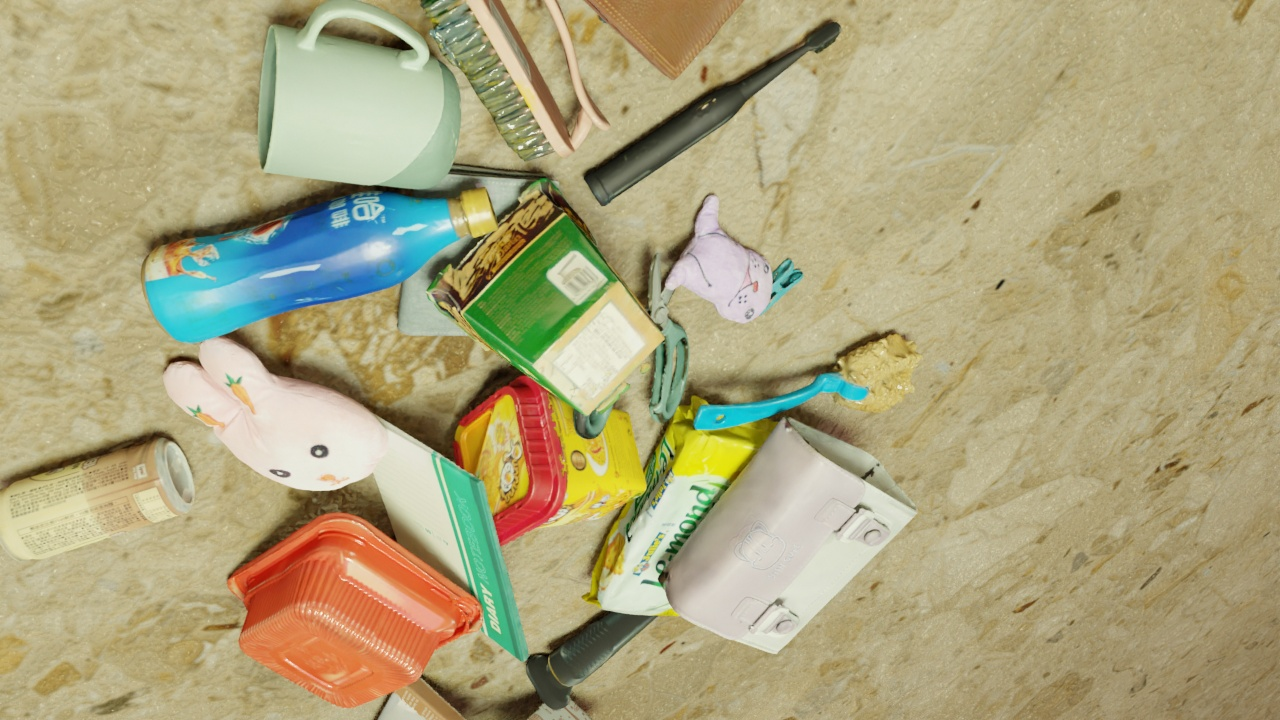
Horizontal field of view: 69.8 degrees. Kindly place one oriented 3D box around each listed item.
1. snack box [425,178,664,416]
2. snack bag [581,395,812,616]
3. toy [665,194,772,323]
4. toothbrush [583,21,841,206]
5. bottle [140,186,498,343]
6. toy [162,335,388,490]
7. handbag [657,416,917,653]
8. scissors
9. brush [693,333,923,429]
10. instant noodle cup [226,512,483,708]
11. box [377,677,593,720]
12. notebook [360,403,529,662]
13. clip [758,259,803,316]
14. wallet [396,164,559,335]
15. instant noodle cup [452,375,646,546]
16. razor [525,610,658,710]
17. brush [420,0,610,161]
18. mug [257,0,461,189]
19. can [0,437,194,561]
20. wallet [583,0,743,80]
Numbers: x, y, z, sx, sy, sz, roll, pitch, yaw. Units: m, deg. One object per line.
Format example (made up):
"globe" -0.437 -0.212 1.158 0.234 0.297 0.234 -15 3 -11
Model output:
"snack box" -0.054 -0.034 0.630 0.118 0.105 0.117 -46 142 -3
"snack bag" 0.058 0.146 0.878 0.157 0.068 0.247 12 118 -31
"toy" 0.069 -0.073 0.738 0.108 0.039 0.083 31 80 -38
"toothbrush" 0.054 -0.180 0.662 0.212 0.026 0.027 -33 165 2
"bottle" -0.201 -0.068 0.592 0.218 0.065 0.065 -15 130 -2
"toy" -0.263 0.044 0.666 0.122 0.054 0.159 -27 128 33
"handbag" 0.128 0.160 0.817 0.145 0.098 0.197 27 110 -31
"scissors" -0.004 0.004 0.727 0.180 0.019 0.170 -42 143 -39
"brush" 0.156 0.029 0.824 0.254 0.046 0.083 -12 137 -31
"instant noodle cup" -0.239 0.212 0.745 0.189 0.078 0.164 -33 118 33
"box" -0.174 0.427 0.987 0.181 0.198 0.157 -59 166 22
"notebook" -0.159 0.141 0.740 0.012 0.150 0.209 -39 138 -35
"clip" 0.113 -0.061 0.782 0.057 0.014 0.045 -46 131 12
"wallet" -0.115 -0.074 0.661 0.106 0.037 0.130 1 124 -23
"instant noodle cup" -0.070 0.083 0.744 0.123 0.116 0.116 9 148 -42
"razor" -0.041 0.295 0.965 0.167 0.062 0.067 -38 161 0
"brush" -0.074 -0.188 0.575 0.073 0.063 0.146 -25 132 9
"mug" -0.163 -0.157 0.541 0.106 0.082 0.112 2 139 -27
"can" -0.389 0.099 0.658 0.116 0.058 0.059 -17 130 -11
"wallet" 0.027 -0.256 0.590 0.125 0.032 0.101 -46 132 14
